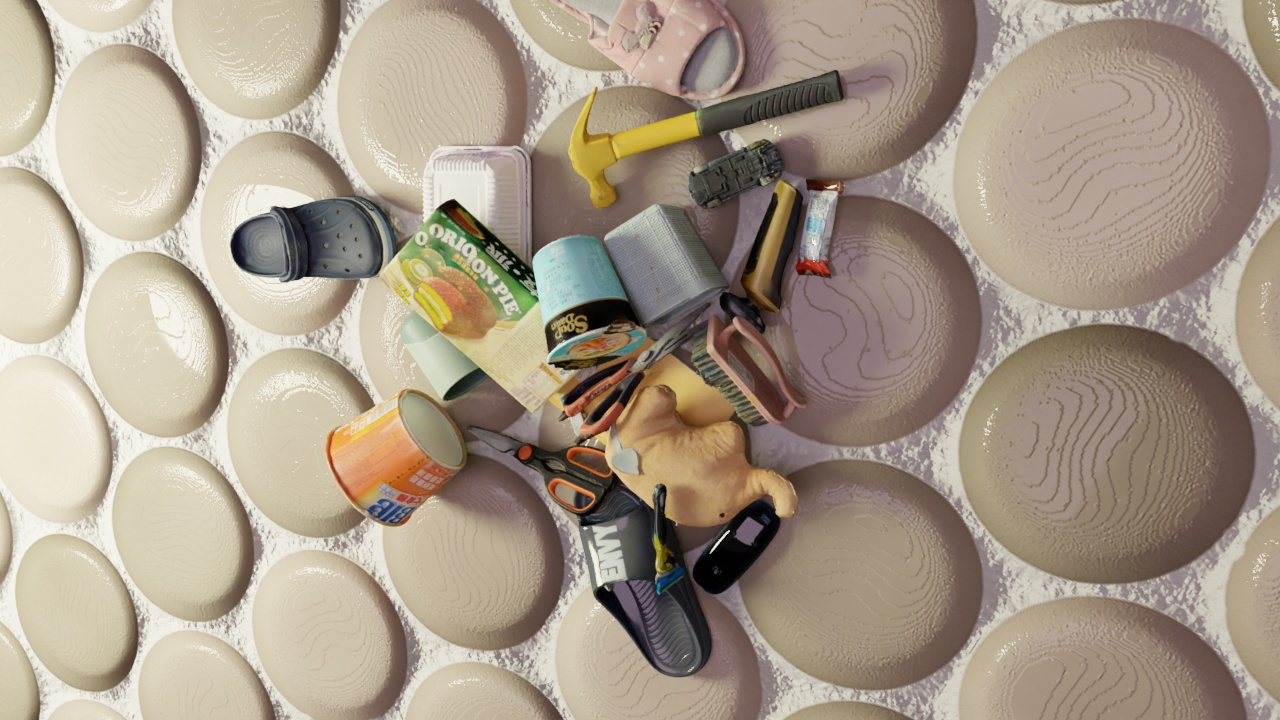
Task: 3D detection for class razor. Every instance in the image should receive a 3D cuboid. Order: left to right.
[{"bbox_3d":[0.024,0.196,1.029,0.022,0.042,0.143,21,129,40],"label":"razor"},{"bbox_3d":[0.133,-0.111,0.989,0.067,0.062,0.167,14,102,-16],"label":"razor"}]

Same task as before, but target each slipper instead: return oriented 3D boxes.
[{"bbox_3d":[-0.429,-0.152,1.166,0.253,0.095,0.105,1,102,23],"label":"slipper"},{"bbox_3d":[-0.006,-0.378,0.992,0.274,0.054,0.114,38,109,9],"label":"slipper"},{"bbox_3d":[0.000,0.262,1.086,0.111,0.083,0.268,-25,91,20],"label":"slipper"}]

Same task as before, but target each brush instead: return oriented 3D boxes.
[{"bbox_3d":[0.119,0.016,0.990,0.073,0.063,0.145,-30,119,25],"label":"brush"}]

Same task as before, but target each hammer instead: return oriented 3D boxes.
[{"bbox_3d":[0.064,-0.256,0.984,0.301,0.032,0.129,-11,127,15],"label":"hammer"}]

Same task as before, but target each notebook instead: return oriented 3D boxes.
[{"bbox_3d":[-0.004,0.046,1.088,0.206,0.010,0.146,37,109,11],"label":"notebook"}]

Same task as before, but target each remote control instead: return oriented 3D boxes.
[{"bbox_3d":[0.109,0.221,1.070,0.053,0.024,0.137,40,110,9],"label":"remote control"}]

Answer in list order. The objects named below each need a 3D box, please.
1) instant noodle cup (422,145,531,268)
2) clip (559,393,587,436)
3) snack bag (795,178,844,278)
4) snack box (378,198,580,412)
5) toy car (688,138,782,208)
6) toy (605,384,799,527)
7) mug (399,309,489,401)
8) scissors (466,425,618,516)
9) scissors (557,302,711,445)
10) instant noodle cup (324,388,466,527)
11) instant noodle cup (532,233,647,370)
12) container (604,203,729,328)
[{"bbox_3d":[-0.203,-0.170,1.098,0.138,0.060,0.173,4,99,19],"label":"instant noodle cup"},{"bbox_3d":[-0.075,0.065,1.106,0.024,0.028,0.057,-30,80,22],"label":"clip"},{"bbox_3d":[0.190,-0.140,0.977,0.048,0.026,0.104,15,104,41],"label":"snack bag"},{"bbox_3d":[-0.169,-0.061,1.052,0.240,0.063,0.115,42,112,-12],"label":"snack box"},{"bbox_3d":[0.102,-0.201,0.996,0.106,0.031,0.049,-20,92,20],"label":"toy car"},{"bbox_3d":[0.066,0.125,1.029,0.226,0.082,0.144,29,121,10],"label":"toy"},{"bbox_3d":[-0.241,-0.010,1.132,0.106,0.082,0.112,53,146,9],"label":"mug"},{"bbox_3d":[-0.120,0.109,1.128,0.125,0.022,0.235,-44,56,-7],"label":"scissors"},{"bbox_3d":[-0.007,0.016,1.035,0.197,0.213,0.015,-8,134,47],"label":"scissors"},{"bbox_3d":[-0.296,0.114,1.139,0.111,0.151,0.151,-36,86,13],"label":"instant noodle cup"},{"bbox_3d":[-0.061,-0.066,0.982,0.111,0.111,0.120,-24,72,22],"label":"instant noodle cup"},{"bbox_3d":[0.026,-0.107,1.011,0.090,0.090,0.111,-28,86,21],"label":"container"}]
